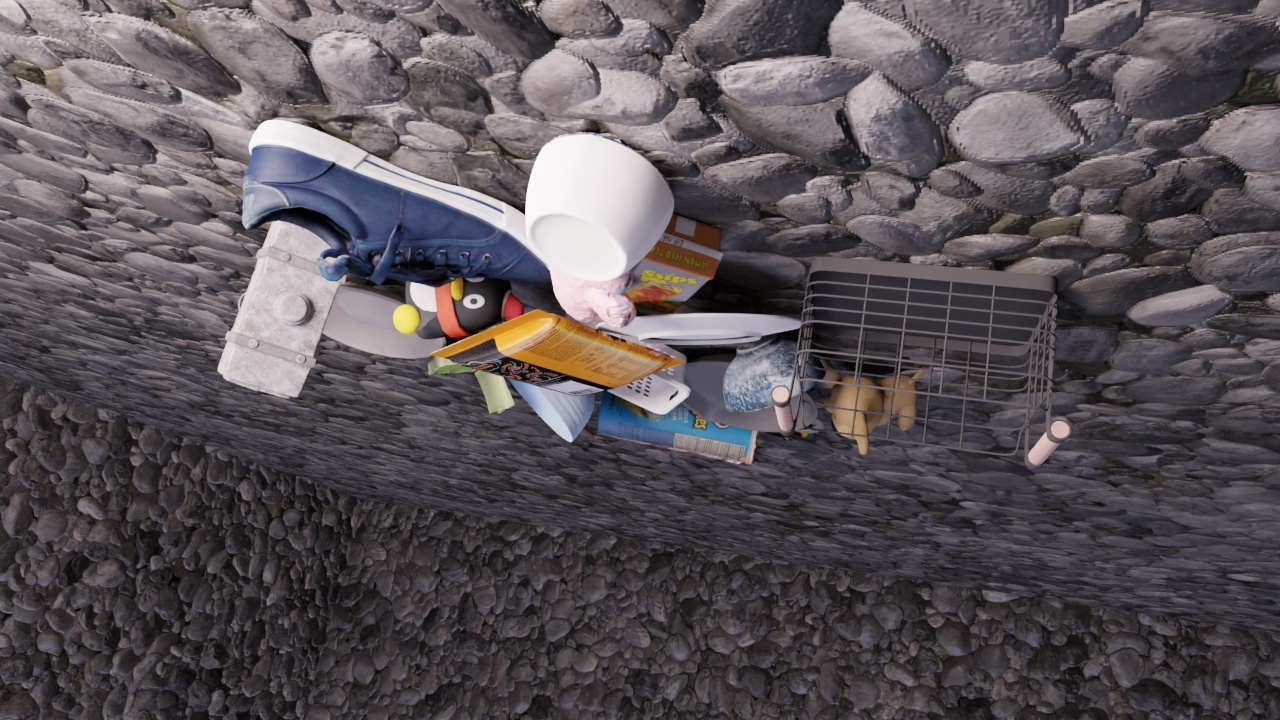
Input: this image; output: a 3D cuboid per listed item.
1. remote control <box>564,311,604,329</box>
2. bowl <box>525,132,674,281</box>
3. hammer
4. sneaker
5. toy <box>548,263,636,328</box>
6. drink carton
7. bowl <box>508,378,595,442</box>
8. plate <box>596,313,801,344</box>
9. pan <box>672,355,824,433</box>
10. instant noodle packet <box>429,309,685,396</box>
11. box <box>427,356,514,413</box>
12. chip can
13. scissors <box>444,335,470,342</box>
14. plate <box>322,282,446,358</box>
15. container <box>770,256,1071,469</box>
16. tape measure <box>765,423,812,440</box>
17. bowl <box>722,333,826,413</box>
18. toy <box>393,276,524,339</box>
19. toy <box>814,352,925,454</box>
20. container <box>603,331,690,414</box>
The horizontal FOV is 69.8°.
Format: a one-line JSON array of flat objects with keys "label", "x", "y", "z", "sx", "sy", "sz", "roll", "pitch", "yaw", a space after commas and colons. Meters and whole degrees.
[{"label": "remote control", "x": -0.044, "y": -0.056, "z": 1.019, "sx": 0.043, "sy": 0.013, "sz": 0.137, "roll": 20, "pitch": 161, "yaw": -25}, {"label": "bowl", "x": -0.038, "y": -0.111, "z": 0.710, "sx": 0.116, "sy": 0.065, "sz": 0.116, "roll": 17, "pitch": 152, "yaw": 9}, {"label": "hammer", "x": -0.423, "y": -0.061, "z": 1.044, "sx": 0.079, "sy": 0.177, "sz": 0.327, "roll": 21, "pitch": 173, "yaw": -29}, {"label": "sneaker", "x": -0.204, "y": -0.098, "z": 0.810, "sx": 0.294, "sy": 0.127, "sz": 0.121, "roll": 18, "pitch": 163, "yaw": -26}, {"label": "toy", "x": -0.042, "y": -0.075, "z": 0.810, "sx": 0.105, "sy": 0.053, "sz": 0.108, "roll": 40, "pitch": 142, "yaw": 40}, {"label": "drink carton", "x": 0.018, "y": -0.085, "z": 0.828, "sx": 0.076, "sy": 0.048, "sz": 0.125, "roll": 16, "pitch": 162, "yaw": -13}, {"label": "bowl", "x": -0.109, "y": 0.025, "z": 1.173, "sx": 0.150, "sy": 0.074, "sz": 0.151, "roll": 44, "pitch": 165, "yaw": 15}, {"label": "plate", "x": 0.060, "y": -0.028, "z": 0.927, "sx": 0.208, "sy": 0.015, "sz": 0.208, "roll": -1, "pitch": 176, "yaw": 0}, {"label": "pan", "x": 0.072, "y": 0.016, "z": 1.142, "sx": 0.354, "sy": 0.024, "sz": 0.217, "roll": 22, "pitch": 155, "yaw": -14}, {"label": "instant noodle packet", "x": -0.082, "y": -0.002, "z": 0.961, "sx": 0.160, "sy": 0.032, "sz": 0.220, "roll": -18, "pitch": 156, "yaw": 37}, {"label": "box", "x": -0.226, "y": 0.019, "z": 1.250, "sx": 0.130, "sy": 0.064, "sz": 0.188, "roll": 36, "pitch": 167, "yaw": -9}, {"label": "chip can", "x": 0.054, "y": 0.095, "z": 1.333, "sx": 0.229, "sy": 0.079, "sz": 0.080, "roll": 11, "pitch": 163, "yaw": 2}, {"label": "scissors", "x": -0.305, "y": -0.042, "z": 1.227, "sx": 0.198, "sy": 0.015, "sz": 0.180, "roll": 19, "pitch": 161, "yaw": -20}, {"label": "plate", "x": -0.335, "y": -0.055, "z": 1.149, "sx": 0.189, "sy": 0.027, "sz": 0.189, "roll": 9, "pitch": 156, "yaw": 4}, {"label": "container", "x": 0.250, "y": 0.007, "z": 0.830, "sx": 0.241, "sy": 0.130, "sz": 0.163, "roll": 7, "pitch": 162, "yaw": 15}, {"label": "tape measure", "x": 0.202, "y": 0.089, "z": 1.276, "sx": 0.067, "sy": 0.038, "sz": 0.062, "roll": -1, "pitch": 159, "yaw": 34}, {"label": "bowl", "x": 0.137, "y": 0.006, "z": 0.995, "sx": 0.114, "sy": 0.061, "sz": 0.114, "roll": -21, "pitch": -169, "yaw": 4}, {"label": "toy", "x": -0.179, "y": -0.069, "z": 0.934, "sx": 0.119, "sy": 0.097, "sz": 0.099, "roll": 0, "pitch": 178, "yaw": 12}, {"label": "toy", "x": 0.258, "y": 0.047, "z": 1.033, "sx": 0.108, "sy": 0.134, "sz": 0.106, "roll": -11, "pitch": 146, "yaw": -20}, {"label": "container", "x": -0.006, "y": 0.006, "z": 1.076, "sx": 0.129, "sy": 0.049, "sz": 0.081, "roll": 26, "pitch": 149, "yaw": -13}]
